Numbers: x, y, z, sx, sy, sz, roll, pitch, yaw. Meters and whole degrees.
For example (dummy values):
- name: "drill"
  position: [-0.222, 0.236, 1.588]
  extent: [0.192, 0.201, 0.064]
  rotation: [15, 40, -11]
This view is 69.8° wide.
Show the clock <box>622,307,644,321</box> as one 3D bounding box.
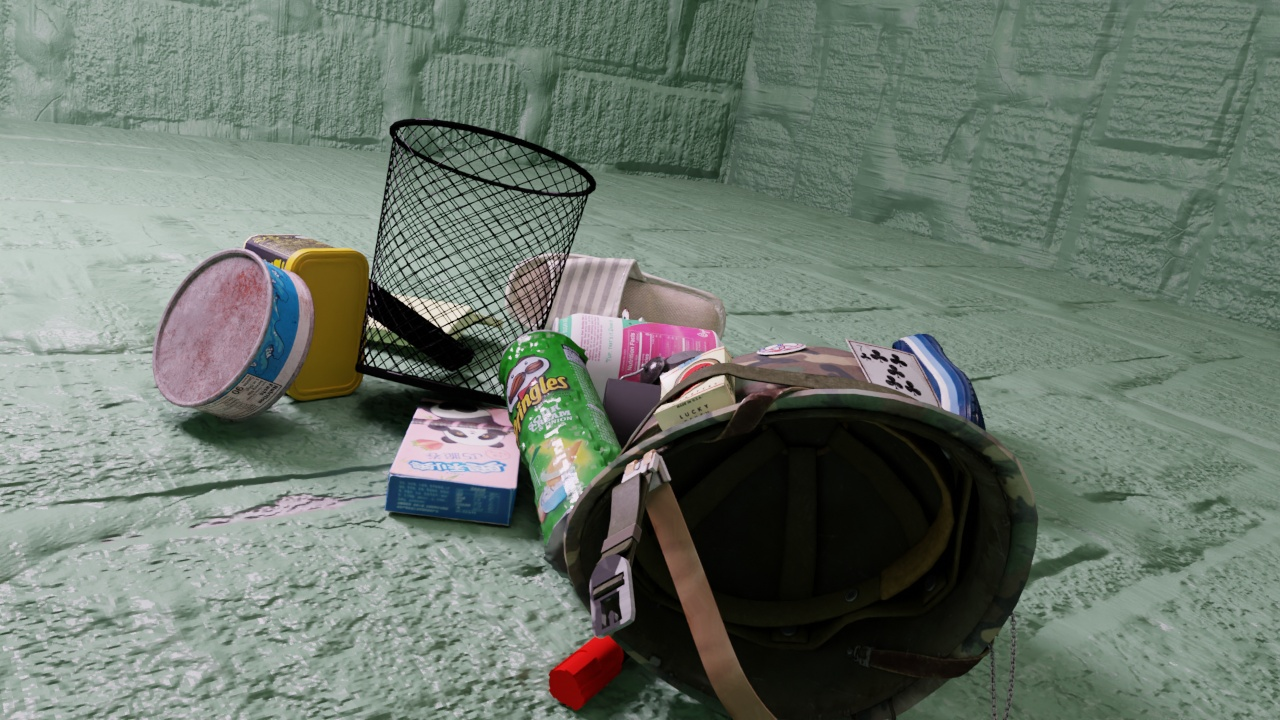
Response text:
- name: "clock"
  position: [-0.028, -0.018, 1.002]
  extent: [0.155, 0.065, 0.114]
  rotation: [12, 17, 6]

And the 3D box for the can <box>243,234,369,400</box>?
- name: "can"
  position: [-0.303, -0.043, 0.818]
  extent: [0.101, 0.131, 0.072]
  rotation: [21, 20, 40]

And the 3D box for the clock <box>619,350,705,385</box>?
- name: "clock"
  position: [0.041, 0.039, 0.807]
  extent: [0.122, 0.091, 0.044]
  rotation: [-1, 19, -21]

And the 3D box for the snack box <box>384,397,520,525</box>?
- name: "snack box"
  position: [-0.135, 0.072, 0.696]
  extent: [0.088, 0.033, 0.154]
  rotation: [8, 16, -7]

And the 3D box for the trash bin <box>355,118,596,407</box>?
- name: "trash bin"
  position: [-0.153, -0.076, 0.804]
  extent: [0.184, 0.210, 0.184]
  rotation: [13, -3, 1]

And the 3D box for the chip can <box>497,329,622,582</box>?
- name: "chip can"
  position: [-0.051, 0.061, 0.650]
  extent: [0.075, 0.076, 0.223]
  rotation: [4, 28, -19]

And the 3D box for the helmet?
- name: "helmet"
  position: [0.068, 0.091, 0.432]
  extent: [0.225, 0.192, 0.235]
  rotation: [-26, 21, 42]

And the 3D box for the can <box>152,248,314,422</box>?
- name: "can"
  position: [-0.319, -0.020, 0.719]
  extent: [0.130, 0.130, 0.044]
  rotation: [21, -7, 33]

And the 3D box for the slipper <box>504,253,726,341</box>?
- name: "slipper"
  position: [-0.024, -0.063, 1.094]
  extent: [0.272, 0.114, 0.054]
  rotation: [8, -4, -14]

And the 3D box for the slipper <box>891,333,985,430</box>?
- name: "slipper"
  position: [0.278, 0.051, 0.909]
  extent: [0.095, 0.105, 0.252]
  rotation: [-14, 19, 11]

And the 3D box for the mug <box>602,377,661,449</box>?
- name: "mug"
  position: [0.010, 0.071, 0.730]
  extent: [0.088, 0.078, 0.113]
  rotation: [9, 44, -3]

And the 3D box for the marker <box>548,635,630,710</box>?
- name: "marker"
  position: [-0.001, 0.154, 0.524]
  extent: [0.023, 0.021, 0.144]
  rotation: [43, 28, 16]

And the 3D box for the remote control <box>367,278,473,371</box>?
- name: "remote control"
  position: [-0.227, -0.038, 0.881]
  extent: [0.035, 0.013, 0.150]
  rotation: [-23, -50, 41]

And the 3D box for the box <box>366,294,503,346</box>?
- name: "box"
  position: [-0.261, -0.052, 1.002]
  extent: [0.188, 0.048, 0.140]
  rotation: [10, 13, 20]

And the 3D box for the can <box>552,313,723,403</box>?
- name: "can"
  position: [-0.005, 0.005, 0.896]
  extent: [0.166, 0.088, 0.088]
  rotation: [7, 17, -8]
